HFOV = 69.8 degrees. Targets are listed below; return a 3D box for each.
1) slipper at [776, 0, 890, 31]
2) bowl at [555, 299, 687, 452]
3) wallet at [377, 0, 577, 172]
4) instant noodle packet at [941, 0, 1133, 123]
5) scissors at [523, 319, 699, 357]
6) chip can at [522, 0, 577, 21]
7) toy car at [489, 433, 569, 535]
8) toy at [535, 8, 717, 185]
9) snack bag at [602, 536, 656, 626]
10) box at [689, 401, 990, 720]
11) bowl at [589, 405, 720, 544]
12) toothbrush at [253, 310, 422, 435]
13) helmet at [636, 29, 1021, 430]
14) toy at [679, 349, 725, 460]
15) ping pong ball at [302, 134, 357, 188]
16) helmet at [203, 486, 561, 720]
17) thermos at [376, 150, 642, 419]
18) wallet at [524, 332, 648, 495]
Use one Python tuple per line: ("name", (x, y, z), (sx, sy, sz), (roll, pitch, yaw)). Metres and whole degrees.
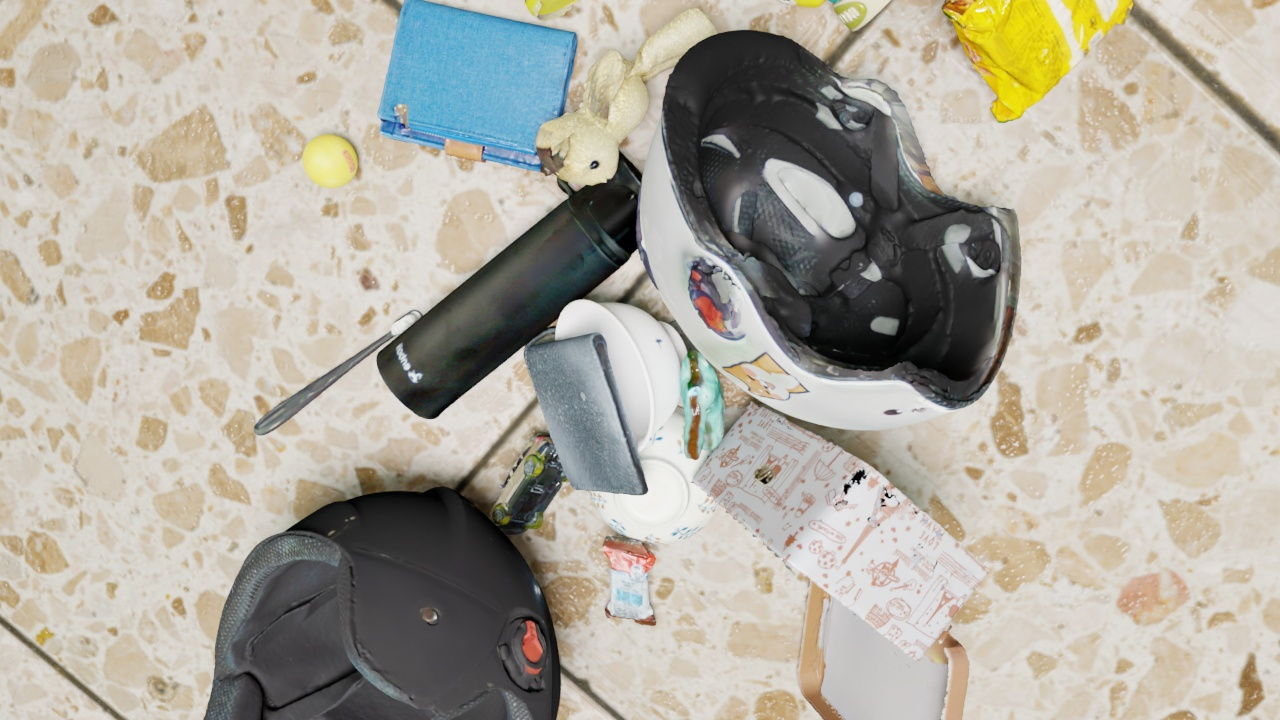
("slipper", (0.150, -0.262, 0.607), (0.190, 0.091, 0.082), (4, 107, 5))
("bowl", (-0.004, 0.004, 0.674), (0.064, 0.118, 0.118), (-21, 101, -32))
("wallet", (-0.120, -0.202, 0.678), (0.133, 0.040, 0.106), (13, 94, 4))
("instant noodle packet", (0.258, -0.226, 0.594), (0.111, 0.128, 0.044), (-43, 51, 14))
("scissors", (-0.009, 0.000, 0.721), (0.163, 0.014, 0.166), (22, 102, -1))
("chip can", (-0.103, -0.349, 0.627), (0.073, 0.072, 0.221), (-32, 96, 12))
("toy car", (-0.088, 0.101, 0.735), (0.042, 0.035, 0.090), (20, 107, -42))
("toy", (-0.008, -0.184, 0.640), (0.157, 0.105, 0.066), (-45, 100, -7))
("snack bag", (-0.008, 0.181, 0.733), (0.045, 0.026, 0.105), (7, 131, 8))
("box", (0.148, 0.162, 0.643), (0.130, 0.179, 0.272), (-26, 109, -11))
("bowl", (0.011, 0.095, 0.712), (0.113, 0.062, 0.113), (1, 103, 6))
("toothbrush", (-0.251, 0.012, 0.750), (0.181, 0.018, 0.015), (-33, 99, 14))
("helmet", (0.104, -0.066, 0.608), (0.274, 0.229, 0.157), (39, 144, -3))
("toy", (0.042, 0.033, 0.640), (0.030, 0.092, 0.096), (-2, 58, 13))
("ping pong ball", (-0.237, -0.152, 0.700), (0.040, 0.040, 0.040), (1, 102, 6))
("helmet", (-0.170, 0.223, 0.675), (0.234, 0.229, 0.274), (-39, 93, 29))
("thermos", (-0.092, -0.061, 0.696), (0.243, 0.068, 0.090), (-38, 63, 11))
("wallet", (-0.040, 0.041, 0.671), (0.019, 0.097, 0.121), (-23, 99, -33))
